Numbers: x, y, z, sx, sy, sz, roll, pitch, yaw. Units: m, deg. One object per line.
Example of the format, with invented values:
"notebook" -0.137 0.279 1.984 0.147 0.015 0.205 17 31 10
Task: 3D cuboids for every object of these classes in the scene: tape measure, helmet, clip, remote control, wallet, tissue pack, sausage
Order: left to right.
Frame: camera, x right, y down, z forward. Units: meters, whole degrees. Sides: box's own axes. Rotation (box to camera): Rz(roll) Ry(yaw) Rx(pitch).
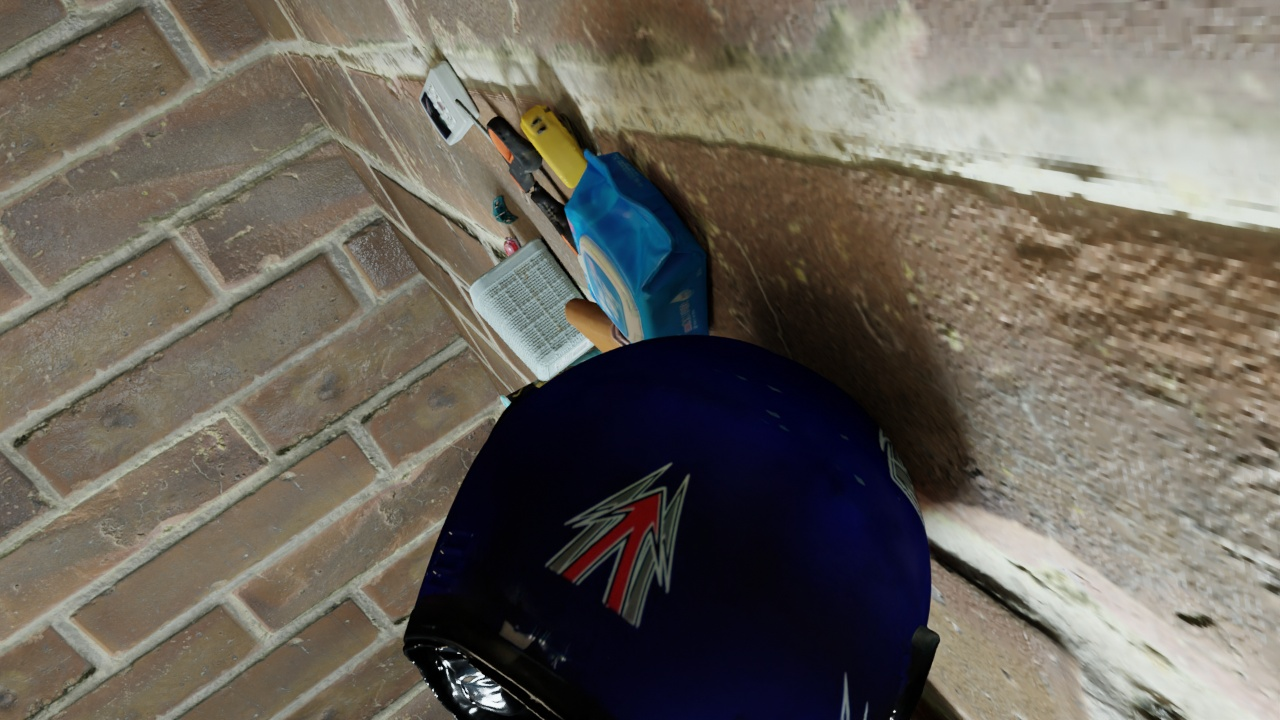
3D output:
"remote control" -0.187 -0.244 0.883 0.058 0.021 0.150 58 167 -13
"clip" -0.149 -0.159 0.986 0.034 0.013 0.054 59 166 -13
"sausage" -0.135 -0.096 1.096 0.020 0.020 0.156 47 166 35
"tape measure" -0.053 -0.144 0.607 0.057 0.029 0.060 53 -174 -6
"wallet" -0.005 -0.005 0.738 0.108 0.031 0.132 44 173 -21
"tissue pack" -0.003 -0.059 0.587 0.095 0.052 0.157 50 167 24
"helmet" 0.027 0.126 0.498 0.247 0.239 0.316 30 149 21

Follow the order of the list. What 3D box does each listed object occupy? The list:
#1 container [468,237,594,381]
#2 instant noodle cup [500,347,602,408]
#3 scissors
"container" -0.104 -0.047 0.939 0.111 0.090 0.090 51 169 7
"instant noodle cup" -0.073 0.049 0.996 0.111 0.120 0.111 50 167 16
"scissors" -0.083 -0.141 0.736 0.221 0.021 0.234 51 177 0
